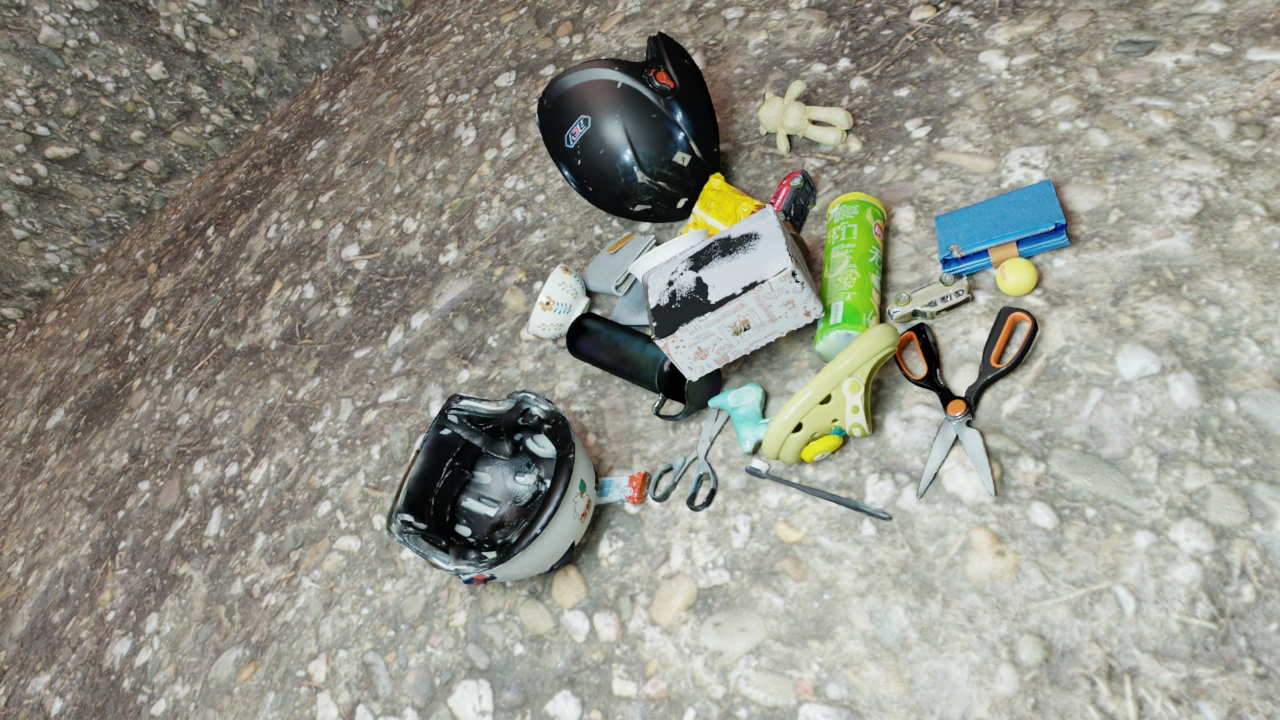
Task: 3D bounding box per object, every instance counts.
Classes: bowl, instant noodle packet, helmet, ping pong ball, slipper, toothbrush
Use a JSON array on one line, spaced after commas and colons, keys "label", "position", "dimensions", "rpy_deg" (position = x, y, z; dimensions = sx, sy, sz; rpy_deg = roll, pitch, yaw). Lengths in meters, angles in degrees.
[{"label": "bowl", "position": [-0.111, -0.076, 1.315], "dimensions": [0.062, 0.114, 0.113], "rpy_deg": [26, 67, 4]}, {"label": "instant noodle packet", "position": [0.110, -0.189, 1.254], "dimensions": [0.111, 0.044, 0.128], "rpy_deg": [-61, 36, 15]}, {"label": "helmet", "position": [-0.153, 0.163, 1.080], "dimensions": [0.275, 0.157, 0.229], "rpy_deg": [2, 61, 35]}, {"label": "bowl", "position": [0.050, -0.118, 1.209], "dimensions": [0.118, 0.118, 0.064], "rpy_deg": [-27, 85, 16]}, {"label": "ping pong ball", "position": [0.394, -0.088, 0.961], "dimensions": [0.040, 0.040, 0.040], "rpy_deg": [-21, 44, 22]}, {"label": "slipper", "position": [0.208, 0.046, 0.950], "dimensions": [0.191, 0.091, 0.081], "rpy_deg": [-48, 69, 13]}, {"label": "toothbrush", "position": [0.181, 0.134, 0.952], "dimensions": [0.181, 0.016, 0.018], "rpy_deg": [17, 57, 46]}, {"label": "helmet", "position": [-0.010, -0.317, 1.313], "dimensions": [0.234, 0.274, 0.230], "rpy_deg": [-37, 62, 40]}]

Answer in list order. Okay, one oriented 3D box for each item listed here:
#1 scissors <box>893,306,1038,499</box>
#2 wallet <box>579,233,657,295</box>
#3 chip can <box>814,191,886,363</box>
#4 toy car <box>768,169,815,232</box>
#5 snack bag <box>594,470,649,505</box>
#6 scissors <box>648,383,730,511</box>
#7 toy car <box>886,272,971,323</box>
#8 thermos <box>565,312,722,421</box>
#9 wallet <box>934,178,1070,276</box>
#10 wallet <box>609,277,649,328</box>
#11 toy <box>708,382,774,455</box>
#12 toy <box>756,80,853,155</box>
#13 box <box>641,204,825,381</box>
[{"label": "scissors", "position": [0.321, 0.033, 0.932], "dimensions": [0.221, 0.021, 0.225], "rpy_deg": [-48, 39, 0]}, {"label": "wallet", "position": [-0.036, -0.144, 1.331], "dimensions": [0.106, 0.037, 0.130], "rpy_deg": [-52, 26, -11]}, {"label": "chip can", "position": [0.244, -0.093, 1.060], "dimensions": [0.073, 0.072, 0.220], "rpy_deg": [-11, 49, 31]}, {"label": "toy car", "position": [0.193, -0.196, 1.208], "dimensions": [0.045, 0.053, 0.120], "rpy_deg": [0, 52, 39]}, {"label": "snack bag", "position": [-0.036, 0.155, 1.094], "dimensions": [0.105, 0.026, 0.045], "rpy_deg": [-10, 57, 33]}, {"label": "scissors", "position": [0.074, 0.103, 1.068], "dimensions": [0.163, 0.014, 0.165], "rpy_deg": [-31, 39, 8]}, {"label": "toy car", "position": [0.315, -0.065, 1.001], "dimensions": [0.090, 0.042, 0.035], "rpy_deg": [-22, 66, 14]}, {"label": "thermos", "position": [-0.007, 0.007, 1.169], "dimensions": [0.243, 0.068, 0.090], "rpy_deg": [24, 77, 48]}, {"label": "wallet", "position": [0.396, -0.145, 1.014], "dimensions": [0.133, 0.040, 0.106], "rpy_deg": [-18, 37, 26]}, {"label": "wallet", "position": [0.018, -0.086, 1.273], "dimensions": [0.121, 0.019, 0.097], "rpy_deg": [1, 57, 37]}, {"label": "toy", "position": [0.130, 0.064, 1.044], "dimensions": [0.096, 0.030, 0.091], "rpy_deg": [-22, 52, 12]}, {"label": "toy", "position": [0.231, -0.343, 1.308], "dimensions": [0.157, 0.066, 0.105], "rpy_deg": [28, 116, 44]}, {"label": "box", "position": [0.106, -0.092, 1.071], "dimensions": [0.179, 0.130, 0.272], "rpy_deg": [-28, 12, 16]}]
